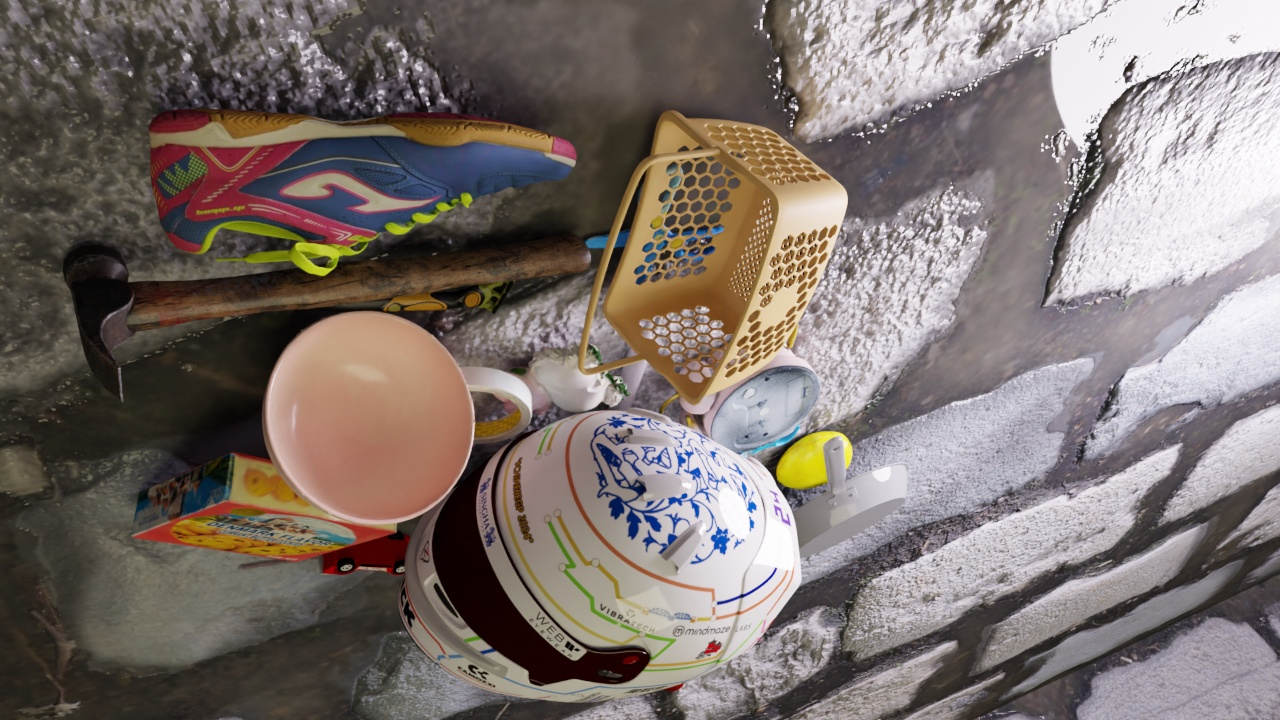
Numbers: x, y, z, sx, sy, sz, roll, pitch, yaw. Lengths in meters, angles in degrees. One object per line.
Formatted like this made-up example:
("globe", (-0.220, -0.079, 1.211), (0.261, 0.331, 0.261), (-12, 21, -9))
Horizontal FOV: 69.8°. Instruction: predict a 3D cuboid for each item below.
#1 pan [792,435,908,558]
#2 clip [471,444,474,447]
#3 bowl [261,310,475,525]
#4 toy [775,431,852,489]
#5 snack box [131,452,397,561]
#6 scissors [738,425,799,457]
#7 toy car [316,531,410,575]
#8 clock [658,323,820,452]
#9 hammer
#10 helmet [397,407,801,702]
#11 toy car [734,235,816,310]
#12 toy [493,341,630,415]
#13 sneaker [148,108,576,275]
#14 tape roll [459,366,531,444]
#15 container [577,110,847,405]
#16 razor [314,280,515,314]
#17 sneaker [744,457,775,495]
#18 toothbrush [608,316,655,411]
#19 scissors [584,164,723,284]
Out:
("pan", (0.233, 0.159, 1.067), (0.201, 0.050, 0.357), (-27, 157, 0))
("clip", (-0.170, 0.080, 0.804), (0.060, 0.023, 0.045), (-37, 137, 9))
("bowl", (-0.205, 0.045, 0.666), (0.152, 0.153, 0.076), (6, 165, -36))
("toy", (0.200, 0.117, 1.056), (0.094, 0.041, 0.096), (-19, 142, -4))
("snack box", (-0.289, 0.118, 0.714), (0.145, 0.040, 0.142), (-20, 150, 35))
("scissors", (0.111, 0.098, 1.006), (0.129, 0.014, 0.118), (-36, 145, 18))
("toy car", (-0.253, 0.180, 0.853), (0.089, 0.038, 0.025), (13, 129, -41))
("clock", (0.091, 0.036, 0.882), (0.158, 0.058, 0.117), (-21, 141, -8))
("hammer", (-0.178, -0.047, 0.597), (0.329, 0.120, 0.033), (-11, 135, -30))
("helmet", (-0.025, 0.155, 0.774), (0.314, 0.230, 0.237), (12, 131, -26))
("toy car", (0.119, -0.072, 0.792), (0.092, 0.042, 0.036), (-45, 165, 19))
("toy", (-0.072, 0.017, 0.778), (0.109, 0.041, 0.096), (-16, 144, 10))
("sneaker", (-0.156, -0.102, 0.550), (0.241, 0.116, 0.091), (-5, 109, -22))
("tape roll", (-0.137, 0.038, 0.753), (0.094, 0.019, 0.094), (-3, 146, -2))
("container", (0.039, -0.068, 0.656), (0.166, 0.129, 0.184), (-15, 139, -36))
("razor", (-0.162, -0.045, 0.653), (0.144, 0.021, 0.044), (-3, 153, -31))
("sneaker", (0.034, 0.170, 0.972), (0.245, 0.091, 0.097), (-19, 138, -3))
("toothbrush", (-0.005, 0.005, 0.820), (0.019, 0.018, 0.188), (-8, 138, -27))
("scissors", (0.015, -0.100, 0.717), (0.125, 0.013, 0.131), (-11, 135, -23))
